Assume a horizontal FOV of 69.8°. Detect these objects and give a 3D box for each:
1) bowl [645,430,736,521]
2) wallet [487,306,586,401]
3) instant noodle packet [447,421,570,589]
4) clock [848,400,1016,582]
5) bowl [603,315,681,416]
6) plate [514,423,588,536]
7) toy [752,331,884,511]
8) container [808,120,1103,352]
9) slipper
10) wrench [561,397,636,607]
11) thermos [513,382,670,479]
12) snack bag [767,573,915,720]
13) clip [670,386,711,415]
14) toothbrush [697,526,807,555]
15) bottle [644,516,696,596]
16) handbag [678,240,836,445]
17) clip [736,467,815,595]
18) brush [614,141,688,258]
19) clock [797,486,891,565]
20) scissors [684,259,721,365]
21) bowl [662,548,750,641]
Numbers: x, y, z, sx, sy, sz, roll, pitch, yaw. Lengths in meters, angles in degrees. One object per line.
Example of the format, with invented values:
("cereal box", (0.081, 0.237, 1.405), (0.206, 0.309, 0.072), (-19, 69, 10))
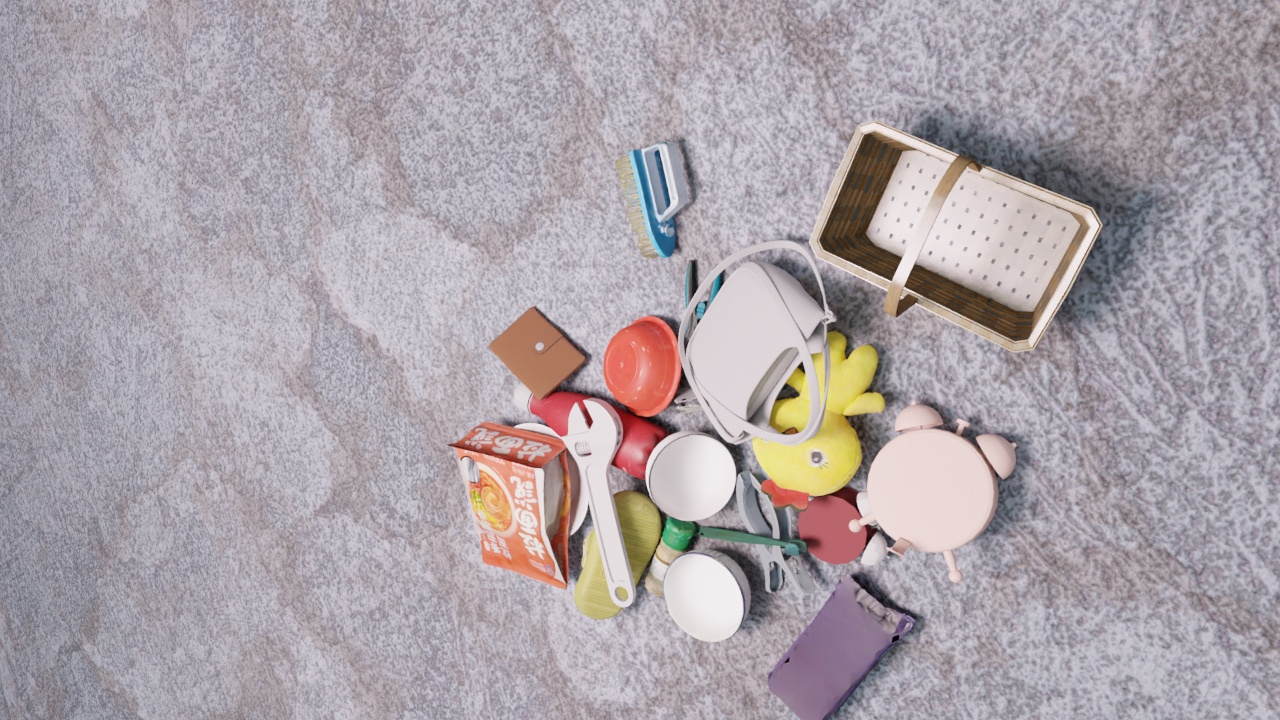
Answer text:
("bowl", (0.059, 0.141, 1.159), (0.113, 0.063, 0.113), (-2, 101, -12))
("wallet", (-0.144, -0.011, 1.267), (0.087, 0.013, 0.121), (-43, 65, -8))
("instant noodle packet", (-0.176, 0.213, 1.307), (0.165, 0.083, 0.221), (10, 116, 30))
("clock", (0.312, 0.136, 0.982), (0.131, 0.086, 0.160), (25, 87, 27))
("bowl", (-0.007, 0.007, 1.173), (0.131, 0.045, 0.130), (-5, 84, 49))
("plate", (-0.135, 0.171, 1.320), (0.174, 0.036, 0.174), (7, 104, 32))
("toy", (0.204, 0.071, 1.053), (0.134, 0.092, 0.208), (26, 103, 36))
("container", (0.295, -0.122, 0.891), (0.250, 0.186, 0.158), (31, 115, 24))
("slipper", (-0.035, 0.260, 1.256), (0.091, 0.081, 0.191), (17, 101, -15))
("wrench", (-0.040, 0.183, 1.179), (0.087, 0.018, 0.273), (-13, 91, 32))
("thermos", (-0.073, 0.084, 1.240), (0.240, 0.073, 0.073), (22, 111, 28))
("snack bag", (0.234, 0.355, 1.107), (0.096, 0.058, 0.206), (39, 119, 21))
("clip", (0.071, 0.053, 1.161), (0.102, 0.053, 0.057), (-12, 131, 34))
("toothbrush", (0.132, 0.222, 1.130), (0.190, 0.017, 0.016), (-6, 101, 55))
("bottle", (0.039, 0.261, 1.222), (0.043, 0.043, 0.111), (30, 115, 25))
("handbag", (0.142, -0.004, 1.023), (0.216, 0.095, 0.222), (-59, 37, 26))
("clip", (0.154, 0.214, 1.141), (0.106, 0.027, 0.163), (-26, 84, 60))
("brush", (0.022, -0.194, 1.131), (0.075, 0.055, 0.136), (-9, 95, 39))
("clock", (0.242, 0.194, 1.076), (0.125, 0.044, 0.087), (0, 100, 33))
("scissors", (0.078, -0.056, 1.146), (0.150, 0.019, 0.131), (-41, 77, 31))
("bowl", (0.094, 0.294, 1.182), (0.118, 0.062, 0.118), (7, 103, 32))
